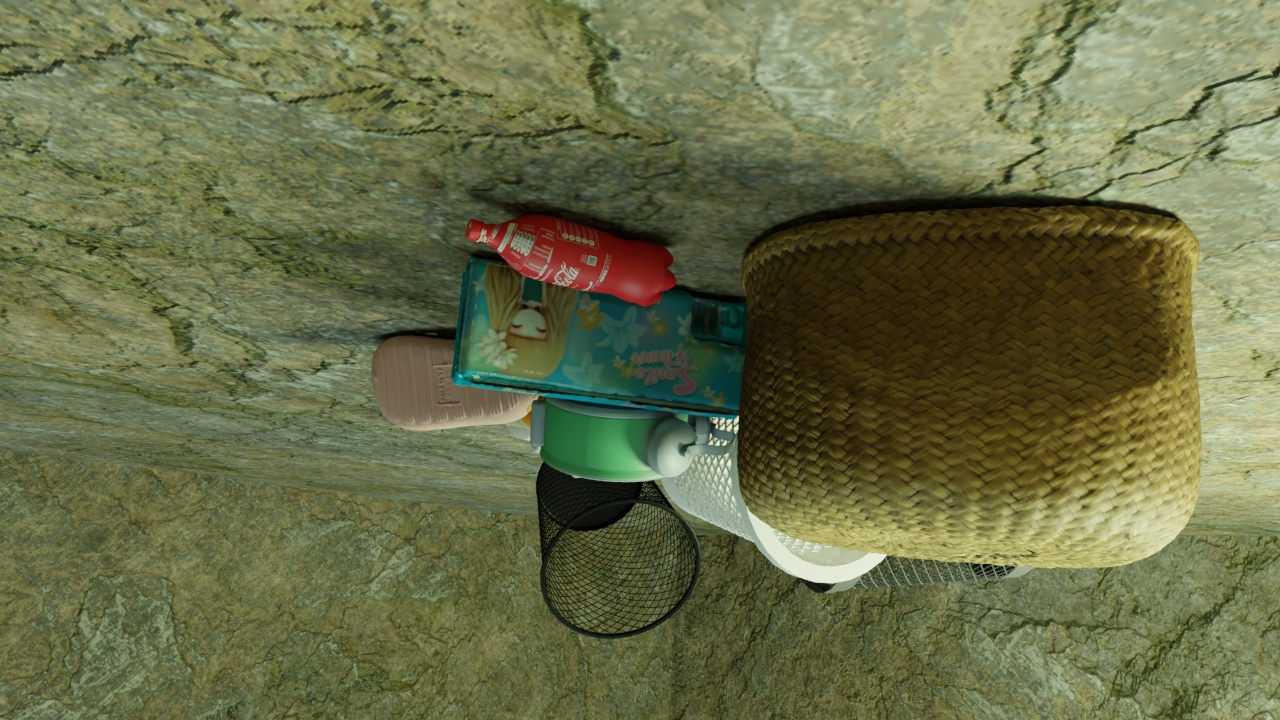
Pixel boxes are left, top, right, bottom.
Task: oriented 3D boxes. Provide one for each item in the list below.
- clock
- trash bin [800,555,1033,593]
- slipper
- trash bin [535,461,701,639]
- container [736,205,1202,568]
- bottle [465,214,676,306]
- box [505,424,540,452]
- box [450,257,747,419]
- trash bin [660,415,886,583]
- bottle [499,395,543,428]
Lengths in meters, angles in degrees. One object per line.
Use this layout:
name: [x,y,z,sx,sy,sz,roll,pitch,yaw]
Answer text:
clock: [-0.003,0.061,0.758,0.162,0.075,0.121,8,-167,18]
trash bin: [0.302,0.146,1.022,0.227,0.217,0.218,2,167,-11]
slipper: [-0.172,0.021,0.895,0.198,0.093,0.081,1,-176,28]
trash bin: [-0.044,0.199,1.125,0.184,0.184,0.210,8,-161,-17]
container: [0.214,0.035,0.631,0.307,0.196,0.307,5,167,1]
bottle: [-0.044,-0.068,0.591,0.141,0.042,0.042,11,164,-28]
box: [-0.117,0.064,1.070,0.142,0.083,0.140,-12,161,31]
box: [-0.023,-0.015,0.690,0.226,0.094,0.041,8,167,-16]
trash bin: [0.122,0.096,0.880,0.195,0.195,0.200,11,173,-27]
bottle: [-0.134,0.034,0.958,0.157,0.067,0.067,4,169,39]
